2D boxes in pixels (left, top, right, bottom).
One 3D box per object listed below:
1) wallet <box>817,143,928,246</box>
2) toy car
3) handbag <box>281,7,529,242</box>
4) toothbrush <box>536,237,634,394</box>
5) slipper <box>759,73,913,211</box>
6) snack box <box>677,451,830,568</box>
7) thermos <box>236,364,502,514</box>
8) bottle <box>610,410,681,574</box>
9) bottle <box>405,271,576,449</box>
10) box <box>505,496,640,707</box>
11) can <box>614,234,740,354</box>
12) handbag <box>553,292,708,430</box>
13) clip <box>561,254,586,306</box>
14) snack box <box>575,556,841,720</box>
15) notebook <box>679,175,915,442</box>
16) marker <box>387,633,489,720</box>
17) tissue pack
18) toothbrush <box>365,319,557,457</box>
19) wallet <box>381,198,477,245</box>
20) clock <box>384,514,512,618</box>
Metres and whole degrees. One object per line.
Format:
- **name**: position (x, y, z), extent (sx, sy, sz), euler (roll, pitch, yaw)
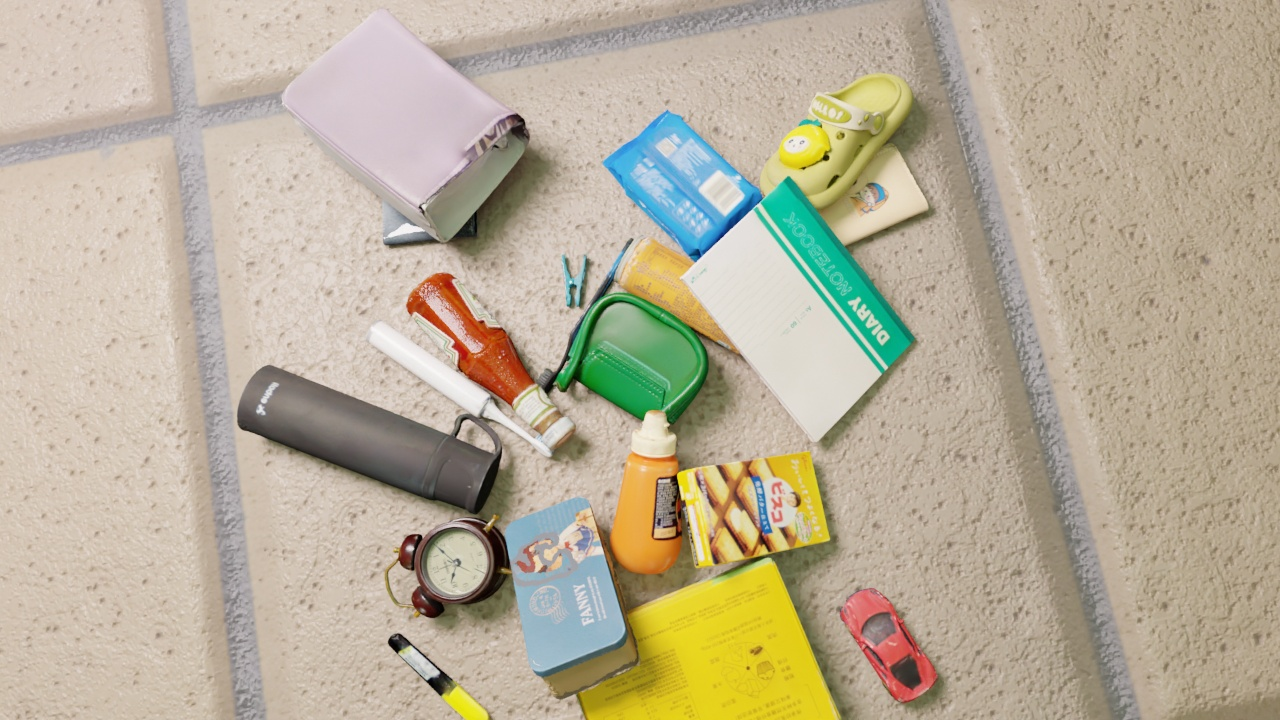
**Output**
- **wallet**: position (0.220, -0.167, 0.927), extent (0.115, 0.024, 0.087), euler (-24, 77, 0)
- **toy car**: position (0.229, 0.262, 0.850), extent (0.049, 0.031, 0.106), euler (-32, 79, -5)
- **handbag**: position (-0.225, -0.230, 0.898), extent (0.197, 0.098, 0.145), euler (39, 83, 13)
- **toothbrush**: position (-0.057, -0.044, 0.919), extent (0.016, 0.014, 0.189), euler (27, 82, 22)
- **slipper**: position (0.188, -0.230, 0.901), extent (0.190, 0.081, 0.092), euler (-45, 49, -12)
- **snack box**: position (0.105, 0.135, 0.841), extent (0.140, 0.034, 0.087), euler (-3, 77, -34)
- **thermos**: position (-0.254, 0.068, 0.883), extent (0.242, 0.069, 0.089), euler (20, 64, 3)
- **bottle**: position (0.009, 0.118, 0.842), extent (0.067, 0.066, 0.149), euler (5, 103, 2)
- **bottle**: position (-0.142, 0.002, 0.888), extent (0.059, 0.060, 0.206), euler (-43, 80, -6)
- **box**: position (-0.061, 0.208, 0.803), extent (0.090, 0.060, 0.184), euler (-23, 38, -3)
- **can**: position (0.050, -0.065, 0.896), extent (0.146, 0.058, 0.058), euler (30, 82, 6)
- **handbag**: position (-0.005, 0.005, 0.881), extent (0.131, 0.068, 0.120), euler (31, 88, 6)
- **clip**: position (-0.068, -0.081, 0.926), extent (0.039, 0.014, 0.055), euler (2, 79, 3)
- **snack box**: position (0.052, 0.288, 0.830), extent (0.210, 0.070, 0.157), euler (-22, 80, -2)
- **notebook**: position (0.153, -0.048, 0.869), extent (0.150, 0.012, 0.209), euler (-44, 104, -13)
- **marker**: position (-0.191, 0.301, 0.864), extent (0.124, 0.015, 0.018), euler (38, 82, 10)
- **tissue pack**: position (0.045, -0.171, 0.918), extent (0.095, 0.052, 0.157), euler (-44, 82, -8)
- **toothbrush**: position (-0.175, 0.030, 0.903), extent (0.221, 0.027, 0.026), euler (33, 58, 7)
- **wallet**: position (-0.219, -0.180, 0.945), extent (0.097, 0.019, 0.120), euler (-5, 78, 1)
- **clock**: position (-0.180, 0.193, 0.860), extent (0.122, 0.055, 0.082), euler (-20, 80, 0)
